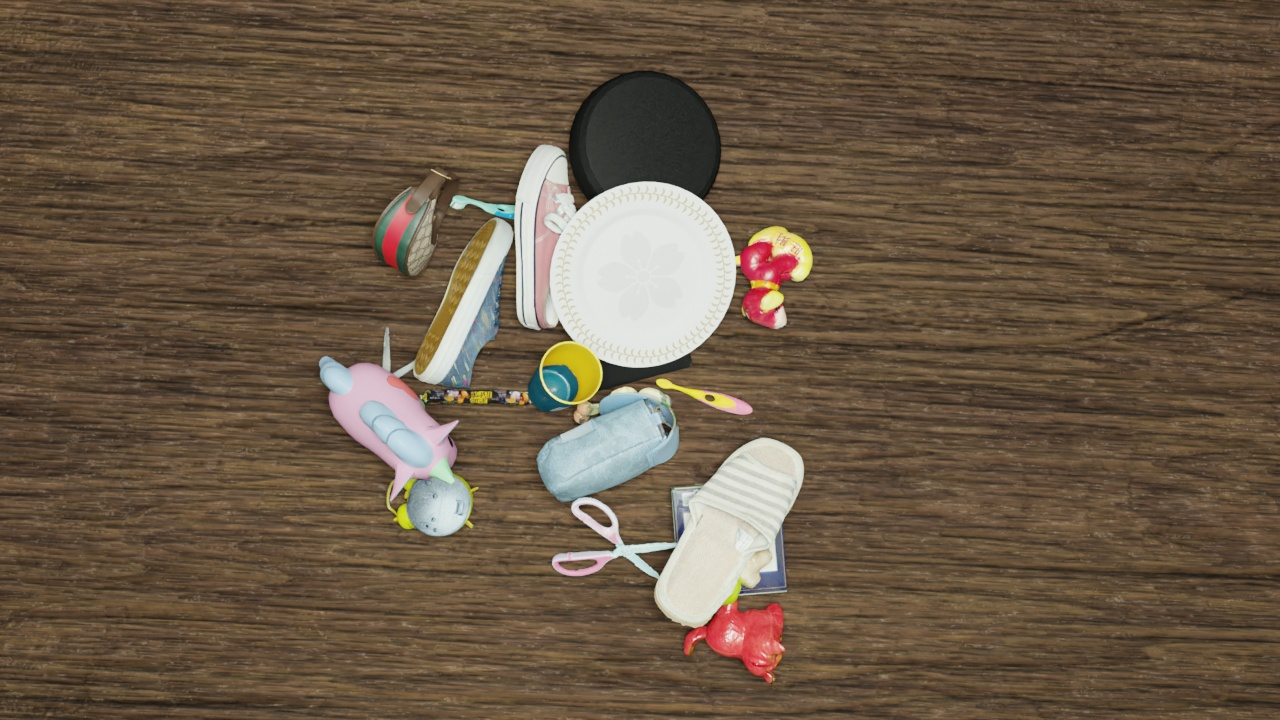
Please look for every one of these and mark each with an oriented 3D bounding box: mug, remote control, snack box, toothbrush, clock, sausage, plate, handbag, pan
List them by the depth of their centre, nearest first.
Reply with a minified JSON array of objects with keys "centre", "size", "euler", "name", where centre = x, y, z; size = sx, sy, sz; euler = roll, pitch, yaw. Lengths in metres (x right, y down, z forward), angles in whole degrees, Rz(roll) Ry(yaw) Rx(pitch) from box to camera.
[{"centre":[-0.275,-0.180,1.151],"size":[0.063,0.167,0.138],"euler":[30,75,-2],"name":"handbag"},{"centre":[-0.102,0.028,1.165],"size":[0.078,0.122,0.078],"euler":[4,76,-18],"name":"mug"},{"centre":[0.004,-0.108,1.178],"size":[0.242,0.016,0.243],"euler":[-4,110,-11],"name":"plate"},{"centre":[-0.043,0.101,1.178],"size":[0.192,0.122,0.118],"euler":[-23,72,-1],"name":"handbag"},{"centre":[-0.272,0.182,1.192],"size":[0.119,0.057,0.083],"euler":[9,88,-2],"name":"clock"},{"centre":[-0.188,-0.197,1.193],"size":[0.017,0.135,0.022],"euler":[-43,59,36],"name":"toothbrush"},{"centre":[0.007,-0.203,1.207],"size":[0.204,0.044,0.355],"euler":[1,92,-15],"name":"pan"},{"centre":[0.116,0.234,1.208],"size":[0.144,0.042,0.145],"euler":[-3,88,-1],"name":"snack box"},{"centre":[-0.215,0.048,1.217],"size":[0.155,0.020,0.020],"euler":[1,88,-2],"name":"sausage"},{"centre":[-0.007,0.007,1.224],"size":[0.152,0.020,0.041],"euler":[-15,89,-4],"name":"remote control"},{"centre":[0.085,0.048,1.229],"size":[0.135,0.016,0.021],"euler":[17,85,-3],"name":"toothbrush"}]

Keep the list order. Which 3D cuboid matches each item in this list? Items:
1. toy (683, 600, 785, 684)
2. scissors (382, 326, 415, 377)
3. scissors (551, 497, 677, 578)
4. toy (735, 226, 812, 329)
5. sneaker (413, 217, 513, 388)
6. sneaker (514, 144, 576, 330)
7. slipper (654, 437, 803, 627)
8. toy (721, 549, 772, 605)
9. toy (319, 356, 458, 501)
[{"centre":[0.121,0.360,1.168],"size":[0.133,0.094,0.088],"euler":[-4,117,0],"name":"toy"},{"centre":[-0.337,0.044,1.217],"size":[0.141,0.014,0.175],"euler":[-12,91,-2],"name":"scissors"},{"centre":[-0.038,0.233,1.181],"size":[0.171,0.014,0.169],"euler":[-7,121,11],"name":"scissors"},{"centre":[0.169,-0.115,1.216],"size":[0.105,0.067,0.137],"euler":[18,80,3],"name":"toy"},{"centre":[-0.211,-0.070,1.197],"size":[0.079,0.087,0.235],"euler":[28,82,-32],"name":"sneaker"},{"centre":[-0.106,-0.158,1.189],"size":[0.088,0.118,0.241],"euler":[4,93,19],"name":"sneaker"},{"centre":[0.112,0.205,1.138],"size":[0.114,0.054,0.272],"euler":[29,64,21],"name":"slipper"},{"centre":[0.108,0.258,1.163],"size":[0.117,0.043,0.092],"euler":[-25,78,-8],"name":"toy"},{"centre":[-0.313,0.071,1.126],"size":[0.222,0.171,0.120],"euler":[40,86,-7],"name":"toy"}]
